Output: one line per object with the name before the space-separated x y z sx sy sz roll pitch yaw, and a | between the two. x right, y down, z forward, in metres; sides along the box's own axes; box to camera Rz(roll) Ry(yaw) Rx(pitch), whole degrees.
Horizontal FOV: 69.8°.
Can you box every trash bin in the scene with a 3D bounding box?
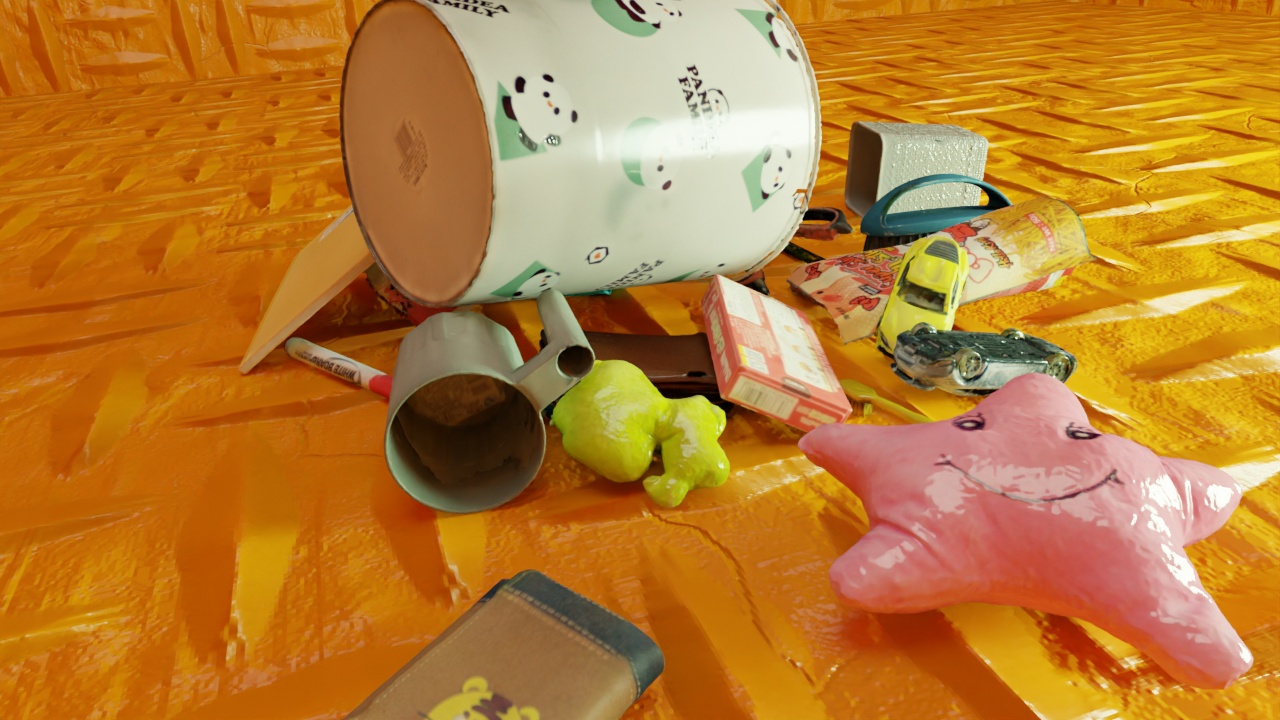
trash bin | -0.045 -0.145 0.621 0.251 0.230 0.230 -17 28 -40

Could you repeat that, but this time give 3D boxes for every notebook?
notebook | -0.248 -0.084 0.738 0.146 0.010 0.206 -38 28 13

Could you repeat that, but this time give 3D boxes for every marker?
marker | -0.209 0.006 0.649 0.145 0.017 0.017 17 32 37

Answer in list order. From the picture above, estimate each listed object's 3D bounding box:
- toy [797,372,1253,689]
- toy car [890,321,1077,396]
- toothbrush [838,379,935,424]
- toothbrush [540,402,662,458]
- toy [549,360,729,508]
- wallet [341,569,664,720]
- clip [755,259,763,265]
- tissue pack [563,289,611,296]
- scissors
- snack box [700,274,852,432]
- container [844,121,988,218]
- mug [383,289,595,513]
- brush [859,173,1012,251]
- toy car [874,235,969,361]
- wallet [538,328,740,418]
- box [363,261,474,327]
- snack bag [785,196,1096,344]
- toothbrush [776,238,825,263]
toy | 0.166 0.058 0.421 0.195 0.075 0.178 9 36 22
toy car | 0.220 0.001 0.588 0.120 0.037 0.054 -1 23 -19
toothbrush | 0.183 0.051 0.510 0.015 0.017 0.190 -19 31 -32
toothbrush | -0.053 0.034 0.575 0.192 0.018 0.016 17 27 32
toy | -0.001 0.039 0.512 0.100 0.031 0.096 0 53 -1
wallet | -0.058 0.133 0.349 0.090 0.033 0.115 16 35 33
clip | 0.099 -0.101 0.836 0.025 0.036 0.057 -5 25 -8
tissue pack | -0.084 -0.093 0.803 0.133 0.050 0.093 -3 27 2
scissors | 0.081 -0.105 0.814 0.189 0.015 0.226 -22 33 4
snack box | 0.083 -0.007 0.595 0.075 0.025 0.152 22 23 -12
container | 0.279 -0.192 0.929 0.114 0.090 0.090 -3 26 -7
mug | -0.085 0.013 0.519 0.124 0.083 0.103 -37 25 3
brush | 0.262 -0.127 0.807 0.143 0.073 0.055 -8 19 -10
toy car | 0.198 -0.044 0.640 0.048 0.032 0.105 19 63 16
wallet | -0.004 0.004 0.600 0.124 0.032 0.101 2 20 -12
box | -0.186 -0.091 0.742 0.091 0.078 0.168 -46 33 -2
snack bag | 0.230 -0.070 0.719 0.208 0.073 0.128 -14 27 -5
toothbrush | 0.134 -0.110 0.851 0.012 0.017 0.186 -6 25 -23
